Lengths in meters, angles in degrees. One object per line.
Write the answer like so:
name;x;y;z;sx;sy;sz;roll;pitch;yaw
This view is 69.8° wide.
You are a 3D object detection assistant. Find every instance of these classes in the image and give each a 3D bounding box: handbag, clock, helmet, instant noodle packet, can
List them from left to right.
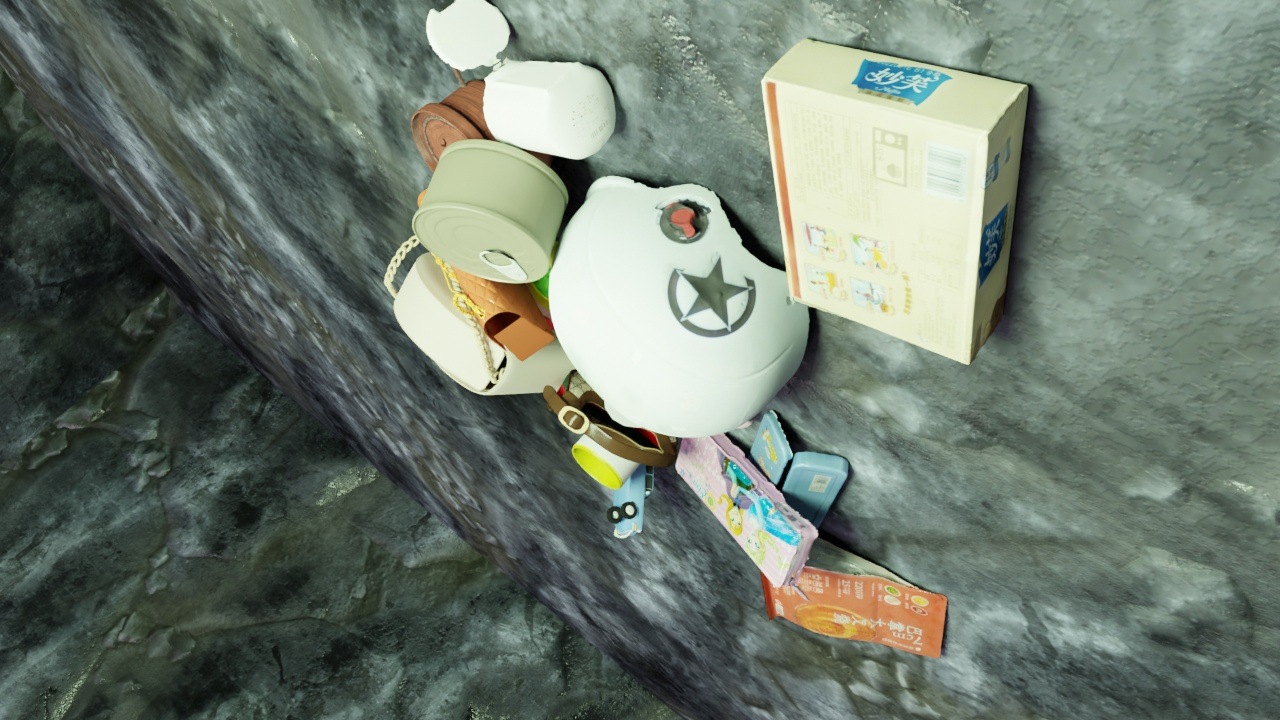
handbag;-0.170;-0.088;0.953;0.172;0.060;0.109;59;-173;25
clock;-0.150;-0.207;0.915;0.157;0.072;0.121;44;156;-3
handbag;-0.175;-0.050;1.084;0.208;0.103;0.210;44;-158;25
can;-0.135;-0.134;0.841;0.128;0.073;0.128;13;158;5
handbag;-0.032;0.072;1.047;0.166;0.063;0.138;29;-172;-24
helmet;0.011;-0.035;0.856;0.264;0.163;0.237;41;155;3
instant noodle packet;0.271;0.301;1.157;0.221;0.083;0.164;17;143;28

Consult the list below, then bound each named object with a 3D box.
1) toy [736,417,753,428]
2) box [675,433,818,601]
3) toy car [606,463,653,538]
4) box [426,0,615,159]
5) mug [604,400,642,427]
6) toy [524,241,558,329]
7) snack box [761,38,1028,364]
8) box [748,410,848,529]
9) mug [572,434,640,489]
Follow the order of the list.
toy;0.071;0.042;1.029;0.102;0.050;0.093;47;153;-20
box;0.120;0.185;1.080;0.230;0.066;0.159;47;156;47
toy car;-0.012;0.172;1.285;0.054;0.153;0.056;11;158;-26
box;-0.101;-0.243;0.778;0.137;0.083;0.144;19;153;43
mug;-0.006;0.006;1.021;0.089;0.073;0.105;-99;7;-58
toy;-0.094;-0.084;1.002;0.132;0.096;0.124;-22;76;48
snack box;0.170;-0.103;0.627;0.153;0.055;0.207;26;152;32
box;0.166;0.144;1.062;0.120;0.049;0.210;33;154;16
mug;-0.027;0.105;1.216;0.082;0.106;0.083;34;155;18
